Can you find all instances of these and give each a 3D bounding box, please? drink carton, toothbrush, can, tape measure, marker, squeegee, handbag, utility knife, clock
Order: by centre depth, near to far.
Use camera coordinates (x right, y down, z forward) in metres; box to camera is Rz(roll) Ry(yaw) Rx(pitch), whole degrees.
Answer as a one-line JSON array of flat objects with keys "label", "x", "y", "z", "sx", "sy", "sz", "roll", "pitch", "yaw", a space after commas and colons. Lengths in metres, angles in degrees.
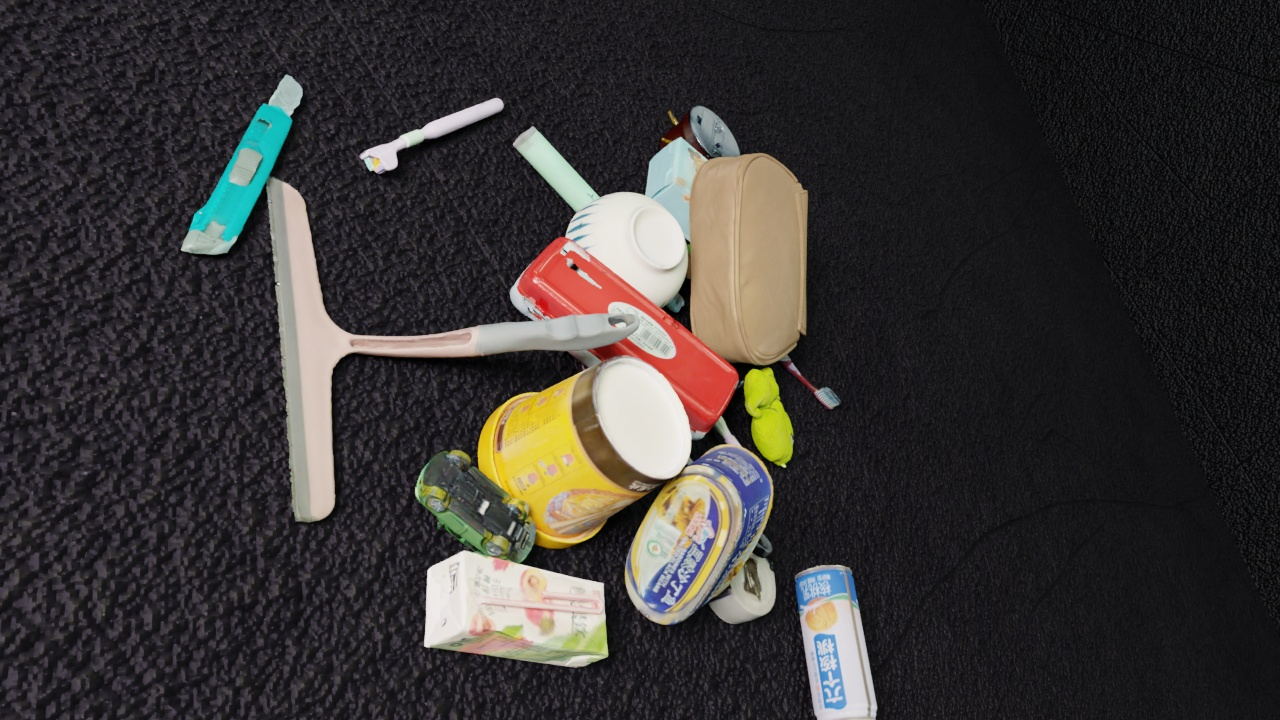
[{"label": "drink carton", "x": -0.076, "y": 0.164, "z": 0.596, "sx": 0.122, "sy": 0.046, "sz": 0.053, "roll": 24, "pitch": 48, "yaw": -38}, {"label": "utility knife", "x": -0.262, "y": -0.136, "z": 0.618, "sx": 0.029, "sy": 0.013, "sz": 0.186, "roll": 24, "pitch": 47, "yaw": -22}, {"label": "squeegee", "x": -0.119, "y": -0.016, "z": 0.638, "sx": 0.249, "sy": 0.040, "sz": 0.247, "roll": -4, "pitch": 64, "yaw": -22}, {"label": "can", "x": 0.041, "y": 0.130, "z": 0.677, "sx": 0.074, "sy": 0.148, "sz": 0.049, "roll": 39, "pitch": 33, "yaw": 21}, {"label": "toothbrush", "x": -0.165, "y": -0.192, "z": 0.766, "sx": 0.029, "sy": 0.021, "sz": 0.188, "roll": 26, "pitch": 35, "yaw": 11}, {"label": "tape measure", "x": 0.084, "y": 0.187, "z": 0.774, "sx": 0.065, "sy": 0.034, "sz": 0.065, "roll": 26, "pitch": 47, "yaw": -34}, {"label": "can", "x": 0.172, "y": 0.254, "z": 0.811, "sx": 0.053, "sy": 0.053, "sz": 0.134, "roll": 24, "pitch": 49, "yaw": -37}, {"label": "toothbrush", "x": 0.061, "y": 0.045, "z": 0.861, "sx": 0.029, "sy": 0.020, "sz": 0.189, "roll": -36, "pitch": 93, "yaw": -21}, {"label": "toothbrush", "x": -0.034, "y": -0.129, "z": 0.867, "sx": 0.224, "sy": 0.027, "sz": 0.027, "roll": 46, "pitch": 55, "yaw": -18}, {"label": "marker", "x": 0.091, "y": 0.018, "z": 0.895, "sx": 0.022, "sy": 0.020, "sz": 0.131, "roll": 47, "pitch": 25, "yaw": 9}, {"label": "handbag", "x": 0.105, "y": -0.098, "z": 0.912, "sx": 0.147, "sy": 0.100, "sz": 0.204, "roll": -3, "pitch": 95, "yaw": -49}, {"label": "toothbrush", "x": 0.158, "y": -0.005, "z": 1.006, "sx": 0.187, "sy": 0.017, "sz": 0.016, "roll": 42, "pitch": 39, "yaw": -22}, {"label": "clock", "x": 0.076, "y": -0.230, "z": 1.039, "sx": 0.122, "sy": 0.055, "sz": 0.081, "roll": 38, "pitch": 40, "yaw": -27}]

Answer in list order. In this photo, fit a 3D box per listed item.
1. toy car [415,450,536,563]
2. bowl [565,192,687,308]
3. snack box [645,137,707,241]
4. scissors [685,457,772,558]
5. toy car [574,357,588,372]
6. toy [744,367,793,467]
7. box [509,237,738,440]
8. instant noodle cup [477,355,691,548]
[{"label": "toy car", "x": -0.110, "y": 0.100, "z": 0.609, "sx": 0.091, "sy": 0.036, "sz": 0.043, "roll": 46, "pitch": 40, "yaw": -18}, {"label": "bowl", "x": -0.003, "y": -0.099, "z": 0.821, "sx": 0.116, "sy": 0.066, "sz": 0.116, "roll": 11, "pitch": 71, "yaw": -34}, {"label": "snack box", "x": 0.083, "y": -0.158, "z": 0.998, "sx": 0.174, "sy": 0.052, "sz": 0.074, "roll": 33, "pitch": 44, "yaw": -29}, {"label": "scissors", "x": 0.058, "y": 0.101, "z": 0.794, "sx": 0.159, "sy": 0.014, "sz": 0.177, "roll": 27, "pitch": 25, "yaw": -56}, {"label": "toy car", "x": -0.005, "y": 0.005, "z": 0.800, "sx": 0.122, "sy": 0.037, "sz": 0.056, "roll": 5, "pitch": 54, "yaw": -34}, {"label": "toy", "x": 0.126, "y": 0.057, "z": 0.901, "sx": 0.096, "sy": 0.031, "sz": 0.100, "roll": -3, "pitch": 84, "yaw": -61}, {"label": "box", "x": -0.013, "y": -0.016, "z": 0.760, "sx": 0.201, "sy": 0.047, "sz": 0.086, "roll": 38, "pitch": 45, "yaw": -5}, {"label": "instant noodle cup", "x": -0.036, "y": 0.061, "z": 0.657, "sx": 0.118, "sy": 0.115, "sz": 0.118, "roll": 29, "pitch": 45, "yaw": -34}]
